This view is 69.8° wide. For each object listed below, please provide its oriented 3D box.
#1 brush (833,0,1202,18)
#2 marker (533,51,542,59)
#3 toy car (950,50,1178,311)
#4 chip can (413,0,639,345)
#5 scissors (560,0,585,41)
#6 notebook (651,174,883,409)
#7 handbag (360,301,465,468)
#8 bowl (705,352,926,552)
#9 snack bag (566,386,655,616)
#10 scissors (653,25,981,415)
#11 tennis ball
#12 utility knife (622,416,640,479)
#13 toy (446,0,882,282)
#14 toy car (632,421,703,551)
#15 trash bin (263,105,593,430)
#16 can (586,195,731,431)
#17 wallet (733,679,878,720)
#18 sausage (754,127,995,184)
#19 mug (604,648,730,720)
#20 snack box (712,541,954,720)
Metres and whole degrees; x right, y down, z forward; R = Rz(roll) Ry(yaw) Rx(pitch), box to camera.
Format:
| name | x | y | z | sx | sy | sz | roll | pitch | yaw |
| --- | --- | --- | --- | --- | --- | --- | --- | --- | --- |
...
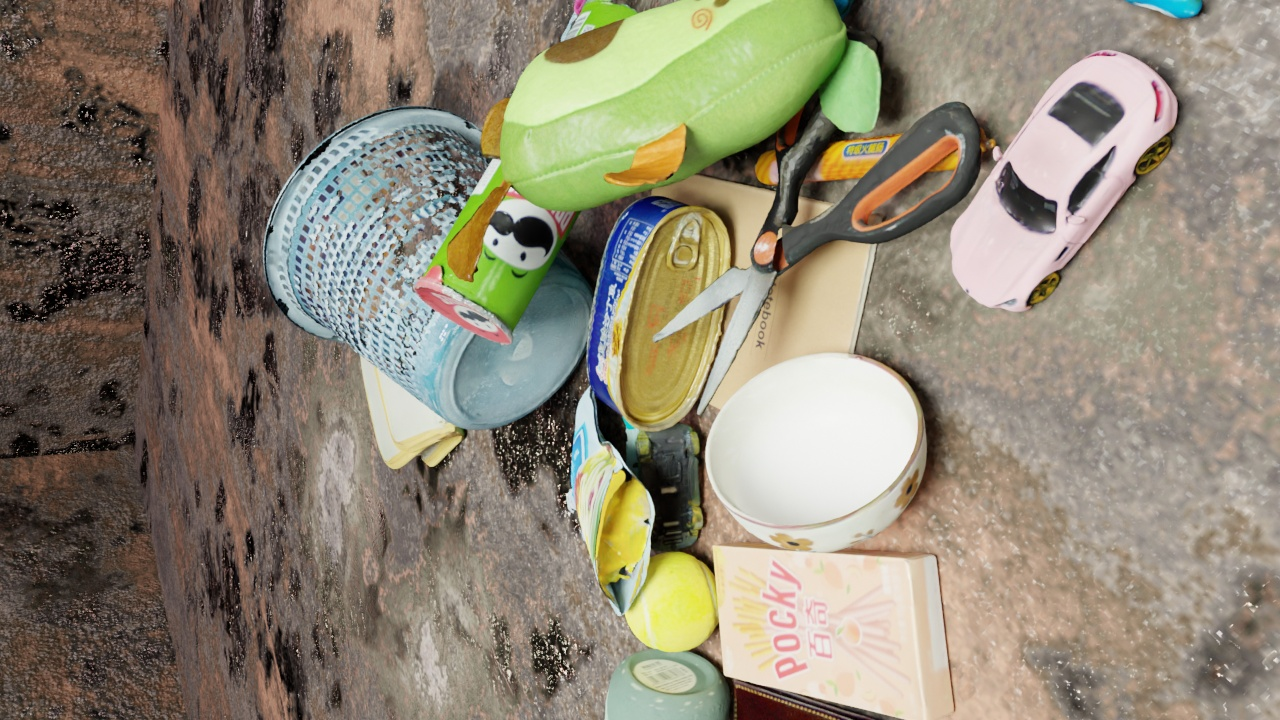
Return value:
| name | x | y | z | sx | sy | sz | roll | pitch | yaw |
| --- | --- | --- | --- | --- | --- | --- | --- | --- | --- |
| brush | 0.124 | -0.219 | 0.466 | 0.110 | 0.060 | 0.314 | -55 | 52 | 35 |
| marker | -0.052 | -0.211 | 0.730 | 0.132 | 0.020 | 0.022 | 51 | 129 | 40 |
| toy car | 0.180 | -0.076 | 0.406 | 0.056 | 0.037 | 0.123 | 58 | 136 | 36 |
| chip can | -0.062 | -0.129 | 0.611 | 0.072 | 0.072 | 0.235 | 8 | 67 | 54 |
| scissors | -0.045 | -0.267 | 0.690 | 0.134 | 0.017 | 0.128 | -60 | 17 | 25 |
| notebook | 0.060 | -0.040 | 0.596 | 0.208 | 0.008 | 0.148 | 27 | 114 | 50 |
| handbag | -0.229 | 0.014 | 0.955 | 0.179 | 0.063 | 0.163 | -36 | 65 | 45 |
| bowl | 0.097 | 0.057 | 0.488 | 0.113 | 0.113 | 0.062 | 34 | 160 | 48 |
| snack bag | -0.029 | 0.092 | 0.657 | 0.191 | 0.039 | 0.110 | -133 | 39 | -71 |
| scissors | 0.085 | -0.074 | 0.490 | 0.222 | 0.021 | 0.220 | 5 | 79 | 53 |
| tennis ball | 0.021 | 0.161 | 0.612 | 0.066 | 0.065 | 0.065 | 4 | 95 | 54 |
| utility knife | -0.004 | 0.004 | 0.666 | 0.029 | 0.013 | 0.209 | 3 | 92 | 52 |
| toy | -0.001 | -0.138 | 0.496 | 0.247 | 0.090 | 0.226 | -19 | 37 | 20 |
| toy car | 0.018 | 0.084 | 0.629 | 0.036 | 0.043 | 0.091 | -130 | 36 | -73 |
| trash bin | -0.150 | -0.057 | 0.735 | 0.195 | 0.226 | 0.227 | 41 | 125 | 29 |
| can | 0.010 | -0.031 | 0.595 | 0.049 | 0.074 | 0.148 | 32 | 116 | 53 |
| wallet | 0.099 | 0.251 | 0.552 | 0.122 | 0.020 | 0.096 | -6 | 82 | 55 |
| sausage | 0.119 | -0.110 | 0.500 | 0.165 | 0.021 | 0.021 | 9 | 99 | 53 |
| mug | 0.014 | 0.252 | 0.624 | 0.111 | 0.082 | 0.106 | -112 | 27 | -78 |
| snack box | 0.104 | 0.151 | 0.531 | 0.158 | 0.026 | 0.084 | -12 | 82 | 53 |
